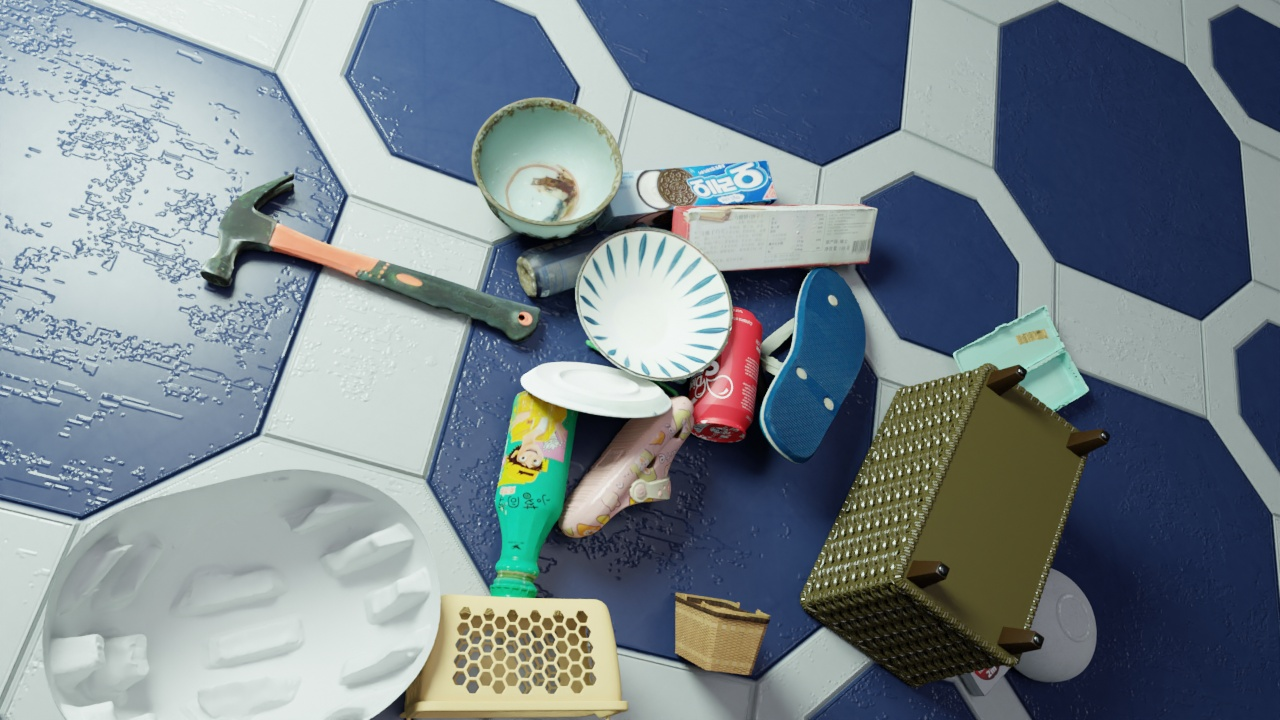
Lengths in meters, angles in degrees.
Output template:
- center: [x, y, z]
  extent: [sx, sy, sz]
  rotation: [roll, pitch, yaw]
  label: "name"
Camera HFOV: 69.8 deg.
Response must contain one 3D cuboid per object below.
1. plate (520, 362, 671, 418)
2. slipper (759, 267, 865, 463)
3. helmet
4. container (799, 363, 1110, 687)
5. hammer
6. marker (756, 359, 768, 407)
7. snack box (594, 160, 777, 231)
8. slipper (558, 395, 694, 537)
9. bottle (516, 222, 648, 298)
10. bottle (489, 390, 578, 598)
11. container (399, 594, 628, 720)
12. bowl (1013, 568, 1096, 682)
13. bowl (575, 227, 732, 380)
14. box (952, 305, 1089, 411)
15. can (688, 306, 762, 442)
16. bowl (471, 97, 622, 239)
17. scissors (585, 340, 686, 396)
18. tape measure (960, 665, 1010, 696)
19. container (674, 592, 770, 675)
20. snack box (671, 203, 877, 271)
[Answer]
- center: [-0.044, 0.027, 0.942]
  extent: [0.156, 0.157, 0.014]
  rotation: [6, 104, -19]
  label: "plate"
- center: [0.196, 0.008, 1.082]
  extent: [0.118, 0.060, 0.293]
  rotation: [40, 49, -12]
  label: "slipper"
- center: [-0.307, 0.206, 0.743]
  extent: [0.282, 0.184, 0.224]
  rotation: [-18, 75, -12]
  label: "helmet"
- center: [0.354, 0.170, 1.007]
  extent: [0.176, 0.205, 0.320]
  rotation: [36, 63, -6]
  label: "container"
- center: [-0.264, -0.089, 0.958]
  extent: [0.333, 0.033, 0.132]
  rotation: [20, 65, -15]
  label: "hammer"
- center: [0.136, 0.004, 1.088]
  extent: [0.018, 0.015, 0.134]
  rotation: [-4, 73, -36]
  label: "marker"
- center: [0.053, -0.198, 1.103]
  extent: [0.226, 0.059, 0.059]
  rotation: [-10, 79, -25]
  label: "snack box"
- center: [0.000, 0.121, 0.956]
  extent: [0.081, 0.093, 0.196]
  rotation: [49, 62, -12]
  label: "slipper"
- center: [-0.059, -0.116, 1.031]
  extent: [0.160, 0.056, 0.056]
  rotation: [-22, 81, -26]
  label: "bottle"
- center: [-0.110, 0.136, 0.915]
  extent: [0.068, 0.068, 0.209]
  rotation: [15, 67, -16]
  label: "bottle"
- center: [-0.116, 0.304, 0.821]
  extent: [0.183, 0.129, 0.166]
  rotation: [7, 62, -19]
  label: "container"
- center: [0.483, 0.306, 1.079]
  extent: [0.131, 0.065, 0.131]
  rotation: [12, 63, -25]
  label: "bowl"
- center: [0.007, -0.052, 1.013]
  extent: [0.177, 0.071, 0.177]
  rotation: [6, 70, -17]
  label: "bowl"
- center: [0.504, 0.017, 1.219]
  extent: [0.186, 0.033, 0.136]
  rotation: [-22, 81, -27]
  label: "box"
- center: [0.095, 0.015, 1.035]
  extent: [0.074, 0.075, 0.142]
  rotation: [16, 67, -16]
  label: "can"
- center: [-0.105, -0.196, 1.014]
  extent: [0.160, 0.094, 0.159]
  rotation: [3, 69, -9]
  label: "bowl"
- center: [-0.004, -0.002, 1.037]
  extent: [0.130, 0.014, 0.070]
  rotation: [35, 61, -7]
  label: "scissors"
- center: [0.393, 0.348, 1.064]
  extent: [0.060, 0.020, 0.062]
  rotation: [-29, 85, -33]
  label: "tape measure"
- center: [0.077, 0.274, 0.922]
  extent: [0.063, 0.114, 0.061]
  rotation: [13, 80, -17]
  label: "container"
- center: [0.163, -0.150, 1.109]
  extent: [0.272, 0.044, 0.077]
  rotation: [-6, 113, -26]
  label: "snack box"
